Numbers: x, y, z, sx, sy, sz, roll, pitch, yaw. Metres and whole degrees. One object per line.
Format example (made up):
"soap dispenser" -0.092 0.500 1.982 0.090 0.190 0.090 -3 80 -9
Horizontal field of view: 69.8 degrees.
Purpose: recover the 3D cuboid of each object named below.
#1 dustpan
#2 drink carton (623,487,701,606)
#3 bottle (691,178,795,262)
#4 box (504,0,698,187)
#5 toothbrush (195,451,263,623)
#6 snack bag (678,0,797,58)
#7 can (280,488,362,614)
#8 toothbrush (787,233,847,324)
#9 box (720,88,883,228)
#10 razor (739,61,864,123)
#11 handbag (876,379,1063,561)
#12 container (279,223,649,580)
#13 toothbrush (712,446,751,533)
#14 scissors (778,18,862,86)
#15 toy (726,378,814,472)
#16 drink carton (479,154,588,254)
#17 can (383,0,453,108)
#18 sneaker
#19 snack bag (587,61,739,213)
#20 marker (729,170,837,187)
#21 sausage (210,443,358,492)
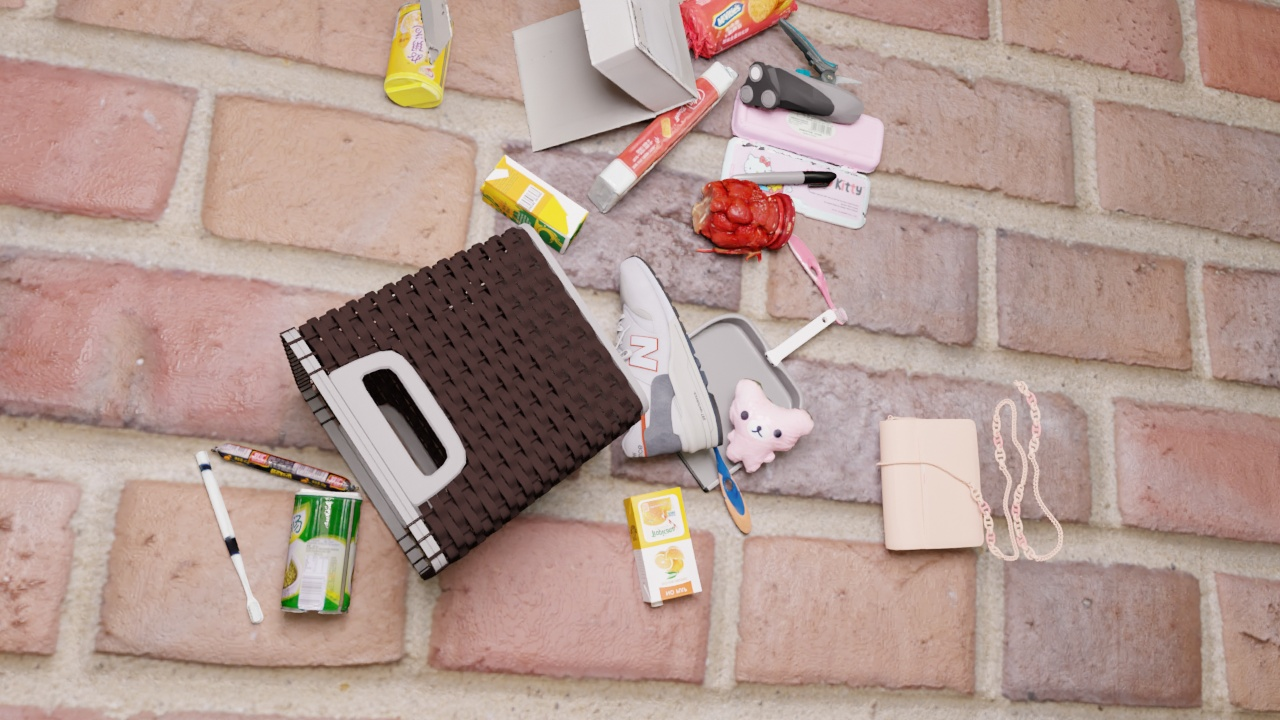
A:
"dustpan" 0.132 0.015 1.096 0.257 0.033 0.163 -35 87 -18
"drink carton" 0.024 0.209 1.024 0.058 0.040 0.122 -9 80 -15
"bottle" 0.121 -0.168 1.110 0.111 0.099 0.099 6 76 -22
"box" -0.067 -0.343 1.134 0.164 0.447 0.167 -5 79 -25
"toothbrush" -0.421 0.180 0.939 0.012 0.017 0.186 -18 82 -30
"snack bag" 0.120 -0.450 1.178 0.176 0.082 0.082 -32 86 -18
"can" -0.323 0.193 0.932 0.067 0.067 0.120 6 77 -12
"toothbrush" 0.222 -0.104 1.152 0.021 0.016 0.135 -29 86 -26
"box" 0.209 -0.264 1.173 0.201 0.041 0.153 13 76 -9
"razor" 0.205 -0.328 1.141 0.156 0.057 0.060 4 48 -20
"handbag" 0.358 0.127 1.042 0.116 0.187 0.198 2 82 -20
"container" -0.172 0.042 0.912 0.243 0.246 0.247 -33 87 -21
"toothbrush" 0.099 0.136 1.058 0.021 0.017 0.135 -22 93 -6
"scissors" 0.215 -0.382 1.179 0.148 0.019 0.118 -1 81 -15
"toy" 0.136 0.081 1.050 0.099 0.052 0.096 31 94 8
"drink carton" -0.126 -0.182 1.066 0.122 0.058 0.041 33 72 -4
"can" -0.258 -0.354 1.070 0.067 0.068 0.105 8 76 -11
"sneaker" -0.006 0.006 1.025 0.124 0.089 0.239 -23 76 -9
"snack bag" 0.026 -0.271 1.112 0.041 0.078 0.224 43 72 -5
"marker" 0.179 -0.226 1.148 0.138 0.016 0.022 -4 118 -7
"sausage" -0.372 0.113 0.963 0.155 0.020 0.020 18 74 -8
